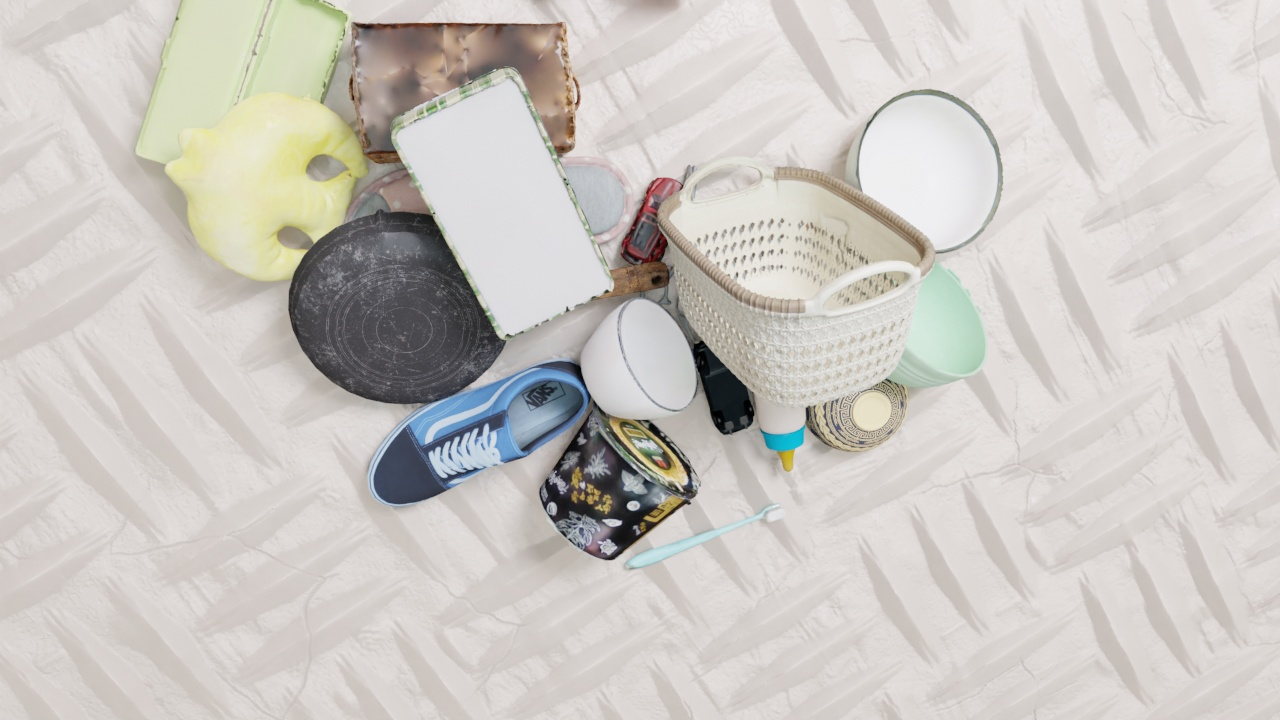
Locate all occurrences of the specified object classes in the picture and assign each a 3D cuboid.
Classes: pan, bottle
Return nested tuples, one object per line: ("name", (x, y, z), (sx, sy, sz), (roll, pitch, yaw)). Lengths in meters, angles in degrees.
("pan", (-0.139, -0.050, 0.845), (0.357, 0.040, 0.208), (-9, 127, -6))
("bottle", (0.142, 0.045, 0.934), (0.051, 0.051, 0.146), (-11, 104, -5))

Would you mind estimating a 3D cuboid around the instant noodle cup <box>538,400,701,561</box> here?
("instant noodle cup", (-0.026, 0.121, 0.894), (0.137, 0.137, 0.112), (37, 105, -14))

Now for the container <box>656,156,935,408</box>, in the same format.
("container", (0.129, -0.072, 0.809), (0.184, 0.246, 0.143), (-16, 127, -16))

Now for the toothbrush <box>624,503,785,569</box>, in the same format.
("toothbrush", (0.069, 0.189, 0.976), (0.180, 0.016, 0.016), (-20, 105, -2))

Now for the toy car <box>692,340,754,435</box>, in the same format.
("toy car", (0.084, 0.024, 0.929), (0.046, 0.034, 0.112), (-20, 115, -3))

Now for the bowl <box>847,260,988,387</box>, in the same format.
("bowl", (0.259, -0.033, 0.902), (0.151, 0.150, 0.077), (31, 138, -13))

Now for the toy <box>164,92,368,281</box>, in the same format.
("toy", (-0.324, -0.154, 0.794), (0.154, 0.064, 0.170), (19, 102, -36))

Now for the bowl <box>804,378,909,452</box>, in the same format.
("bowl", (0.226, 0.044, 0.940), (0.112, 0.061, 0.112), (-2, 103, -7))

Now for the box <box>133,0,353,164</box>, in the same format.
("box", (-0.347, -0.245, 0.807), (0.141, 0.044, 0.188), (16, 101, -32))

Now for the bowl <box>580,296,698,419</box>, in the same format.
("bowl", (-0.005, 0.005, 0.865), (0.066, 0.116, 0.116), (-26, 108, 34))

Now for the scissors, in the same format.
("scissors", (0.050, -0.104, 0.906), (0.095, 0.014, 0.170), (28, 100, -4))

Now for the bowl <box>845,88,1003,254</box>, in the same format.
("bowl", (0.261, -0.174, 0.881), (0.153, 0.073, 0.153), (0, 88, -15))

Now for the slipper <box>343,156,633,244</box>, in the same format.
("slipper", (-0.141, -0.133, 0.854), (0.274, 0.054, 0.114), (-11, 103, -6))

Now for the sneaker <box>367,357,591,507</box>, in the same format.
("sneaker", (-0.158, 0.072, 0.875), (0.241, 0.098, 0.083), (-28, 104, -1))

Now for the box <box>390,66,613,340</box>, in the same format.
("box", (-0.110, -0.126, 0.760), (0.117, 0.050, 0.205), (-27, 119, -1))

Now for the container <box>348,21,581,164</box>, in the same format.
("container", (-0.151, -0.234, 0.800), (0.198, 0.112, 0.114), (-5, 103, -8))

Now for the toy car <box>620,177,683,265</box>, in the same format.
("toy car", (0.013, -0.133, 0.882), (0.042, 0.036, 0.091), (28, 93, 5))
